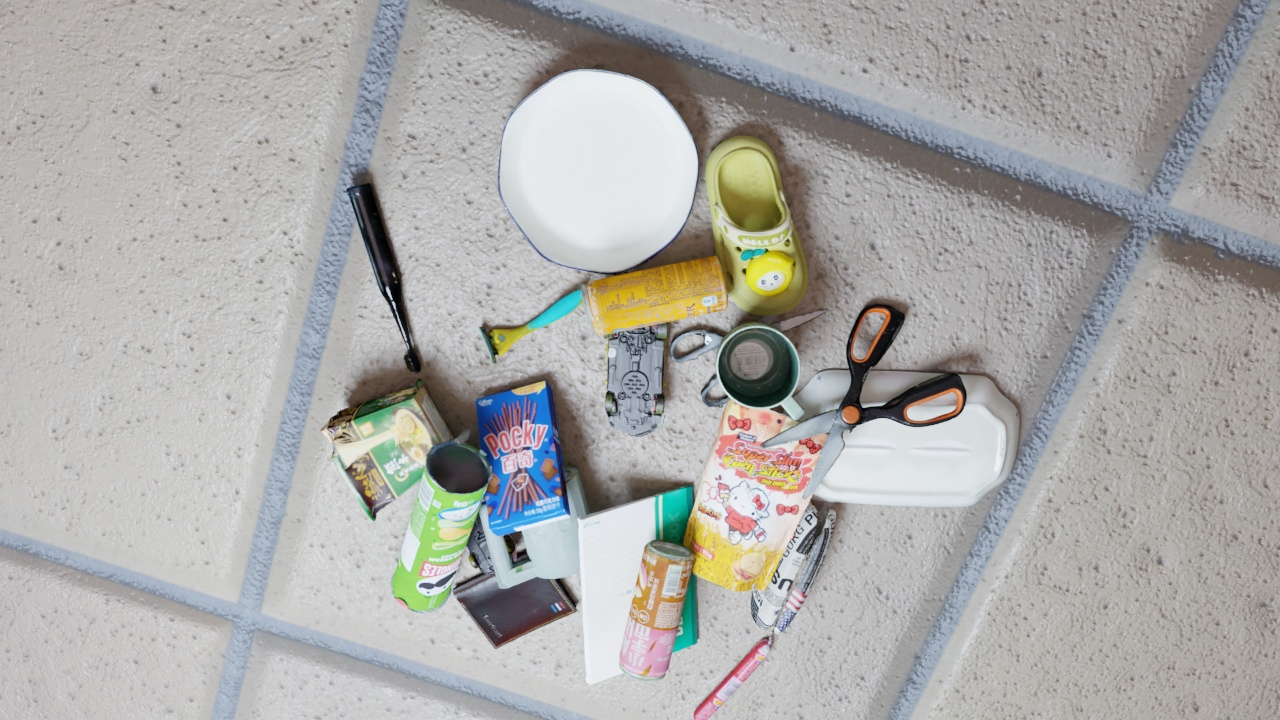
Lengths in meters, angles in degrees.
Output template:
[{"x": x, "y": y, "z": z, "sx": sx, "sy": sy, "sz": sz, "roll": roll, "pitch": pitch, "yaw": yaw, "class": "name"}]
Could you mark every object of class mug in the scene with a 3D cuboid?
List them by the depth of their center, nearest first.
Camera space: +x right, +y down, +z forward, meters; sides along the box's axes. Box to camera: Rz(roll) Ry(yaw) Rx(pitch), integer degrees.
[{"x": 0.128, "y": 0.013, "z": 0.945, "sx": 0.082, "sy": 0.106, "sz": 0.112, "roll": -41, "pitch": 90, "yaw": 6, "class": "mug"}, {"x": -0.113, "y": 0.187, "z": 1.031, "sx": 0.123, "sy": 0.084, "sz": 0.103, "roll": -18, "pitch": 104, "yaw": -19, "class": "mug"}]

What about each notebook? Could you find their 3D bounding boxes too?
[{"x": 0.000, "y": 0.256, "z": 1.050, "sx": 0.150, "sy": 0.012, "sz": 0.209, "roll": -12, "pitch": 109, "yaw": -29, "class": "notebook"}]

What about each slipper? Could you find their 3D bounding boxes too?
[{"x": 0.115, "y": -0.133, "z": 0.938, "sx": 0.092, "sy": 0.081, "sz": 0.190, "roll": -13, "pitch": 102, "yaw": 9, "class": "slipper"}]

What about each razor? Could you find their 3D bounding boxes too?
[{"x": -0.114, "y": -0.044, "z": 1.002, "sx": 0.133, "sy": 0.028, "sz": 0.043, "roll": -28, "pitch": 72, "yaw": 13, "class": "razor"}]

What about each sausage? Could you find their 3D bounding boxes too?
[{"x": 0.113, "y": 0.392, "z": 1.121, "sx": 0.020, "sy": 0.020, "sz": 0.156, "roll": 37, "pitch": 105, "yaw": -7, "class": "sausage"}]

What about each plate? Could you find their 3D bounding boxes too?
[{"x": -0.043, "y": -0.193, "z": 0.946, "sx": 0.205, "sy": 0.045, "sz": 0.205, "roll": 1, "pitch": 107, "yaw": 3, "class": "plate"}, {"x": 0.288, "y": 0.093, "z": 1.016, "sx": 0.266, "sy": 0.034, "sz": 0.162, "roll": 3, "pitch": 106, "yaw": 2, "class": "plate"}]

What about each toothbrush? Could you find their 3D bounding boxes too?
[{"x": -0.276, "y": -0.086, "z": 1.001, "sx": 0.027, "sy": 0.026, "sz": 0.213, "roll": 0, "pitch": 111, "yaw": 39, "class": "toothbrush"}]

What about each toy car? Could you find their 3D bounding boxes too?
[{"x": -0.006, "y": 0.006, "z": 1.003, "sx": 0.071, "sy": 0.041, "sz": 0.156, "roll": 1, "pitch": 101, "yaw": 3, "class": "toy car"}, {"x": -0.188, "y": 0.192, "z": 1.071, "sx": 0.056, "sy": 0.037, "sz": 0.122, "roll": -29, "pitch": 90, "yaw": 12, "class": "toy car"}]

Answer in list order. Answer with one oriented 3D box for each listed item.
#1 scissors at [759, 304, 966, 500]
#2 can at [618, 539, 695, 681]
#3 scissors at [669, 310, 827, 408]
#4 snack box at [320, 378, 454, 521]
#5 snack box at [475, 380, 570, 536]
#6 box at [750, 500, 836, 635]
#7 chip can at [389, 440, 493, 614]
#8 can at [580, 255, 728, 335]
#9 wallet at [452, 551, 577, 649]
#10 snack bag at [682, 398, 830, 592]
[{"x": 0.235, "y": 0.040, "z": 0.974, "sx": 0.221, "sy": 0.022, "sz": 0.223, "roll": -1, "pitch": 82, "yaw": 1, "class": "scissors"}, {"x": 0.018, "y": 0.277, "z": 1.023, "sx": 0.058, "sy": 0.058, "sz": 0.147, "roll": 13, "pitch": 98, "yaw": -1, "class": "can"}, {"x": 0.113, "y": -0.020, "z": 1.004, "sx": 0.172, "sy": 0.014, "sz": 0.159, "roll": 10, "pitch": 106, "yaw": -1, "class": "scissors"}, {"x": -0.269, "y": 0.092, "z": 1.013, "sx": 0.105, "sy": 0.118, "sz": 0.117, "roll": -27, "pitch": 103, "yaw": 0, "class": "snack box"}, {"x": -0.129, "y": 0.104, "z": 0.996, "sx": 0.084, "sy": 0.026, "sz": 0.157, "roll": -16, "pitch": 62, "yaw": 8, "class": "snack box"}, {"x": 0.186, "y": 0.243, "z": 1.049, "sx": 0.079, "sy": 0.074, "sz": 0.164, "roll": 20, "pitch": 104, "yaw": -11, "class": "box"}, {"x": -0.222, "y": 0.187, "z": 1.005, "sx": 0.072, "sy": 0.072, "sz": 0.237, "roll": 22, "pitch": 131, "yaw": -3, "class": "chip can"}, {"x": 0.015, "y": -0.066, "z": 0.946, "sx": 0.146, "sy": 0.058, "sz": 0.058, "roll": -12, "pitch": 105, "yaw": 1, "class": "can"}, {"x": -0.151, "y": 0.288, "z": 1.106, "sx": 0.122, "sy": 0.020, "sz": 0.096, "roll": -28, "pitch": 103, "yaw": 13, "class": "wallet"}, {"x": 0.123, "y": 0.150, "z": 1.019, "sx": 0.129, "sy": 0.073, "sz": 0.208, "roll": 24, "pitch": 109, "yaw": 14, "class": "snack bag"}]
